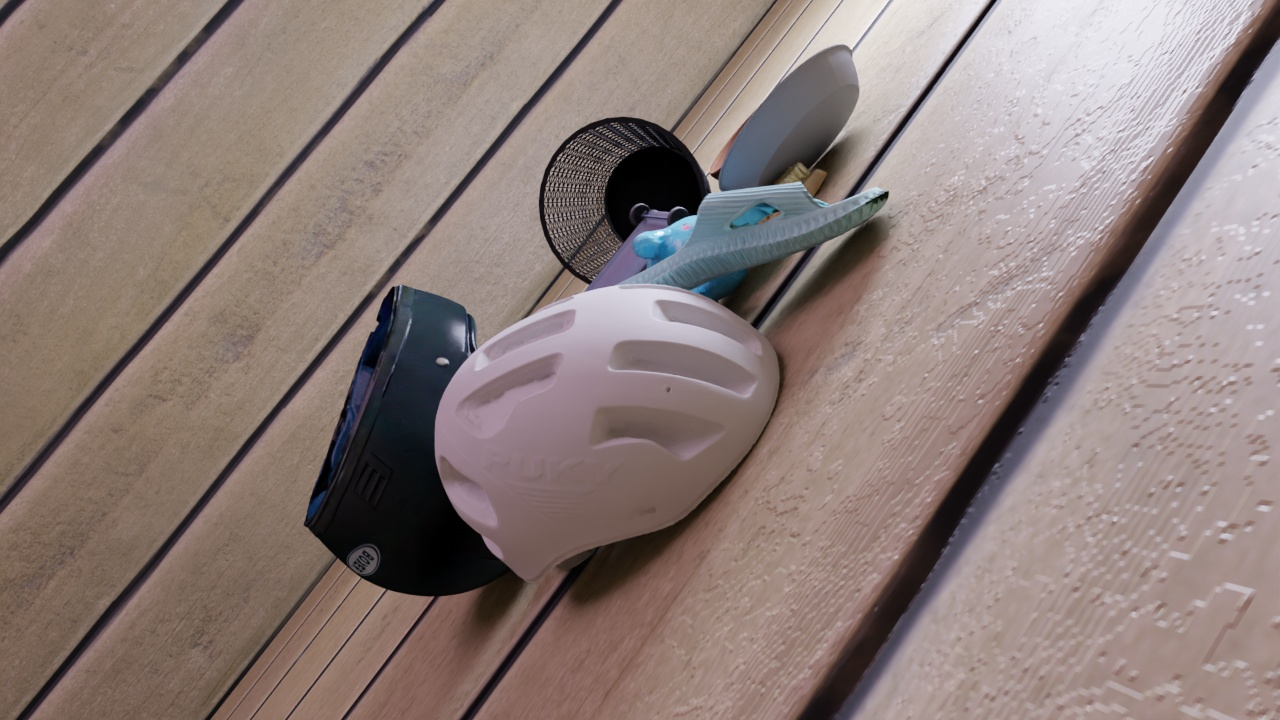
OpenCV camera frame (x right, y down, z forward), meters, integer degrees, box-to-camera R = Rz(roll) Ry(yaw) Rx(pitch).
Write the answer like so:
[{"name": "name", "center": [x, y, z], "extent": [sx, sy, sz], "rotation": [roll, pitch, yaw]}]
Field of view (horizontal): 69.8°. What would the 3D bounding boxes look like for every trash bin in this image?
[{"name": "trash bin", "center": [0.001, -0.097, 1.079], "extent": [0.160, 0.092, 0.094], "rotation": [-52, 30, -10]}, {"name": "trash bin", "center": [0.002, -0.216, 1.266], "extent": [0.217, 0.217, 0.242], "rotation": [-48, -2, 17]}]

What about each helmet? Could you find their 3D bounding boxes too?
[{"name": "helmet", "center": [-0.028, 0.044, 0.723], "extent": [0.283, 0.184, 0.223], "rotation": [-13, 39, 17]}, {"name": "helmet", "center": [-0.198, 0.093, 0.972], "extent": [0.250, 0.235, 0.315], "rotation": [-47, 29, 44]}]

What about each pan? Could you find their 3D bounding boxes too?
[{"name": "pan", "center": [0.143, -0.210, 1.063], "extent": [0.200, 0.051, 0.358], "rotation": [-34, -17, -33]}]

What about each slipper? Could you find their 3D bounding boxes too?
[{"name": "slipper", "center": [0.075, -0.104, 0.785], "extent": [0.277, 0.069, 0.115], "rotation": [-20, -1, 25]}]

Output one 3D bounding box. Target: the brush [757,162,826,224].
[{"name": "brush", "center": [0.146, -0.165, 0.985], "extent": [0.117, 0.039, 0.049], "rotation": [-45, 10, -4]}]

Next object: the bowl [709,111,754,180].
[{"name": "bowl", "center": [0.164, -0.278, 1.197], "extent": [0.147, 0.069, 0.147], "rotation": [-48, 13, 14]}]

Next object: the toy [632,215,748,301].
[{"name": "toy", "center": [0.038, -0.087, 0.928], "extent": [0.184, 0.115, 0.180], "rotation": [-33, 15, 49]}]

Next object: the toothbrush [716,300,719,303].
[{"name": "toothbrush", "center": [0.070, -0.078, 1.071], "extent": [0.017, 0.016, 0.190], "rotation": [-43, 12, 3]}]

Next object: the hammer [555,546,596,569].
[{"name": "hammer", "center": [-0.041, 0.060, 0.894], "extent": [0.126, 0.036, 0.314], "rotation": [-43, 24, 39]}]
